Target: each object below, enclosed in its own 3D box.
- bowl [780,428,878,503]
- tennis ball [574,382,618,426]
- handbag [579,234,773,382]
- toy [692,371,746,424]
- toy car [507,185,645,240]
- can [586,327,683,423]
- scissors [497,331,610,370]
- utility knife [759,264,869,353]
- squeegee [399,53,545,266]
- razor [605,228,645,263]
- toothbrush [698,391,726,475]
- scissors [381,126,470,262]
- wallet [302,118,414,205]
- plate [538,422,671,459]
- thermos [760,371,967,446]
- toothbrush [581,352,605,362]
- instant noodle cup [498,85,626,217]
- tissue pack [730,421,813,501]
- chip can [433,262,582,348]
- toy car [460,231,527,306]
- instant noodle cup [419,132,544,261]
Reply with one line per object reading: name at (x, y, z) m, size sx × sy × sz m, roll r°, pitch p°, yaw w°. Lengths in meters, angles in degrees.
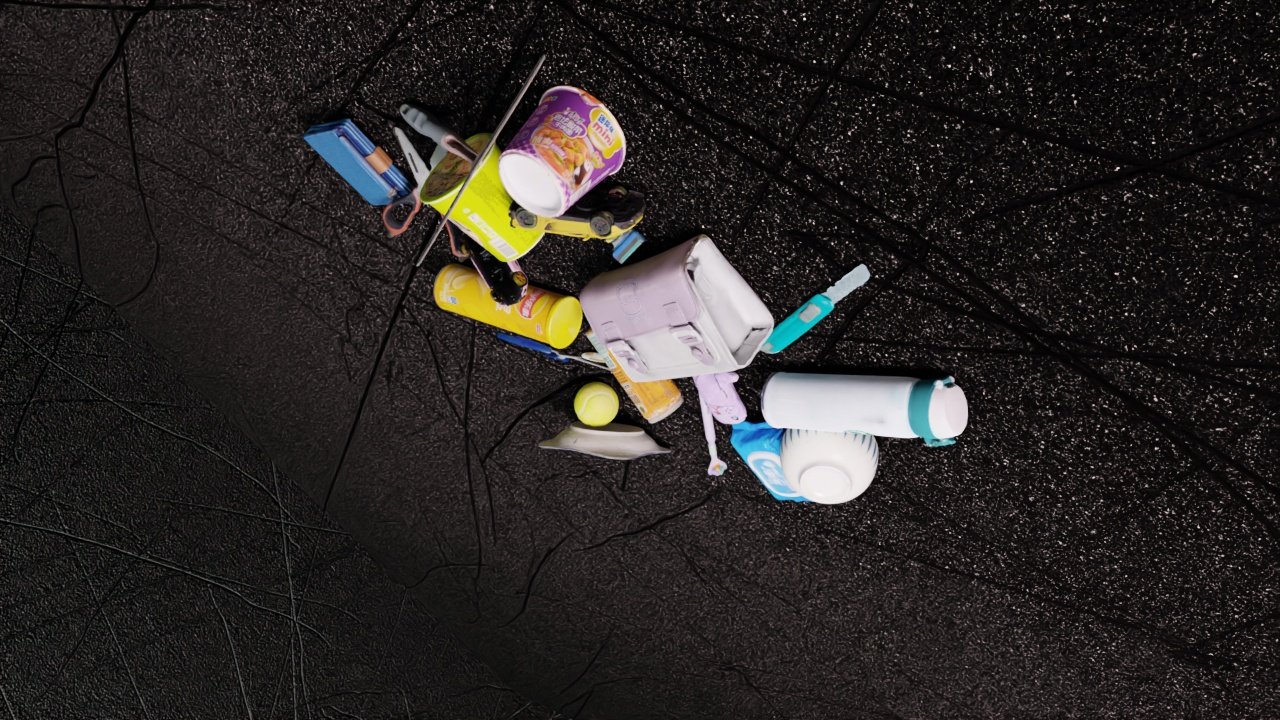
bowl at (0.222, 0.127, 1.089) m, size 0.116 × 0.066 × 0.117 m, roll 7°, pitch 125°, yaw 10°
tennis ball at (-0.064, 0.064, 1.340) m, size 0.065 × 0.065 × 0.066 m, roll 26°, pitch 149°, yaw 17°
handbag at (0.033, -0.052, 1.055) m, size 0.197 × 0.098 × 0.145 m, roll -11°, pitch 121°, yaw 52°
toy at (0.102, 0.041, 1.162) m, size 0.084 × 0.038 × 0.108 m, roll 18°, pitch 146°, yaw 39°
toy car at (-0.070, -0.161, 0.995) m, size 0.156 × 0.071 × 0.041 m, roll 8°, pitch 134°, yaw 16°
can at (-0.007, 0.007, 1.181) m, size 0.146 × 0.058 × 0.058 m, roll 55°, pitch 147°, yaw -9°
scissors at (-0.116, -0.010, 1.282) m, size 0.173 × 0.012 × 0.162 m, roll 17°, pitch 175°, yaw -1°
utility knife at (0.179, -0.050, 0.979) m, size 0.029 × 0.013 × 0.224 m, roll 38°, pitch 150°, yaw -3°
squeegee at (-0.213, -0.246, 1.018) m, size 0.040 × 0.248 × 0.249 m, roll 26°, pitch -171°, yaw -42°
razor at (-0.057, -0.174, 1.041) m, size 0.142 × 0.022 × 0.043 m, roll 43°, pitch 116°, yaw -4°
toothbrush at (0.097, 0.099, 1.272) m, size 0.189 × 0.029 × 0.021 m, roll 76°, pitch 170°, yaw -47°
scissors at (-0.274, -0.209, 1.195) m, size 0.189 × 0.015 × 0.228 m, roll 36°, pitch 138°, yaw -26°
wallet at (-0.373, -0.262, 1.222) m, size 0.106 × 0.040 × 0.133 m, roll 6°, pitch 148°, yaw 44°
plate at (-0.051, 0.115, 1.362) m, size 0.164 × 0.034 × 0.163 m, roll 6°, pitch -176°, yaw 33°
thermos at (0.242, 0.051, 1.002) m, size 0.225 × 0.073 × 0.073 m, roll 2°, pitch 136°, yaw 44°
toothbrush at (-0.012, 0.003, 1.247) m, size 0.192 × 0.018 × 0.016 m, roll 5°, pitch 155°, yaw 41°
instant noodle cup at (-0.087, -0.209, 0.946) m, size 0.111 × 0.099 × 0.112 m, roll 28°, pitch 149°, yaw 18°
tissue pack at (0.190, 0.135, 1.191) m, size 0.157 × 0.052 × 0.095 m, roll 49°, pitch 148°, yaw -21°
chip can at (-0.184, -0.079, 1.259) m, size 0.214 × 0.071 × 0.072 m, roll 19°, pitch 146°, yaw 29°
toy car at (-0.189, -0.129, 1.200) m, size 0.056 × 0.037 × 0.122 m, roll -30°, pitch 91°, yaw 32°
instant noodle cup at (-0.175, -0.184, 1.074) m, size 0.112 × 0.111 × 0.123 m, roll 1°, pitch 144°, yaw 45°
